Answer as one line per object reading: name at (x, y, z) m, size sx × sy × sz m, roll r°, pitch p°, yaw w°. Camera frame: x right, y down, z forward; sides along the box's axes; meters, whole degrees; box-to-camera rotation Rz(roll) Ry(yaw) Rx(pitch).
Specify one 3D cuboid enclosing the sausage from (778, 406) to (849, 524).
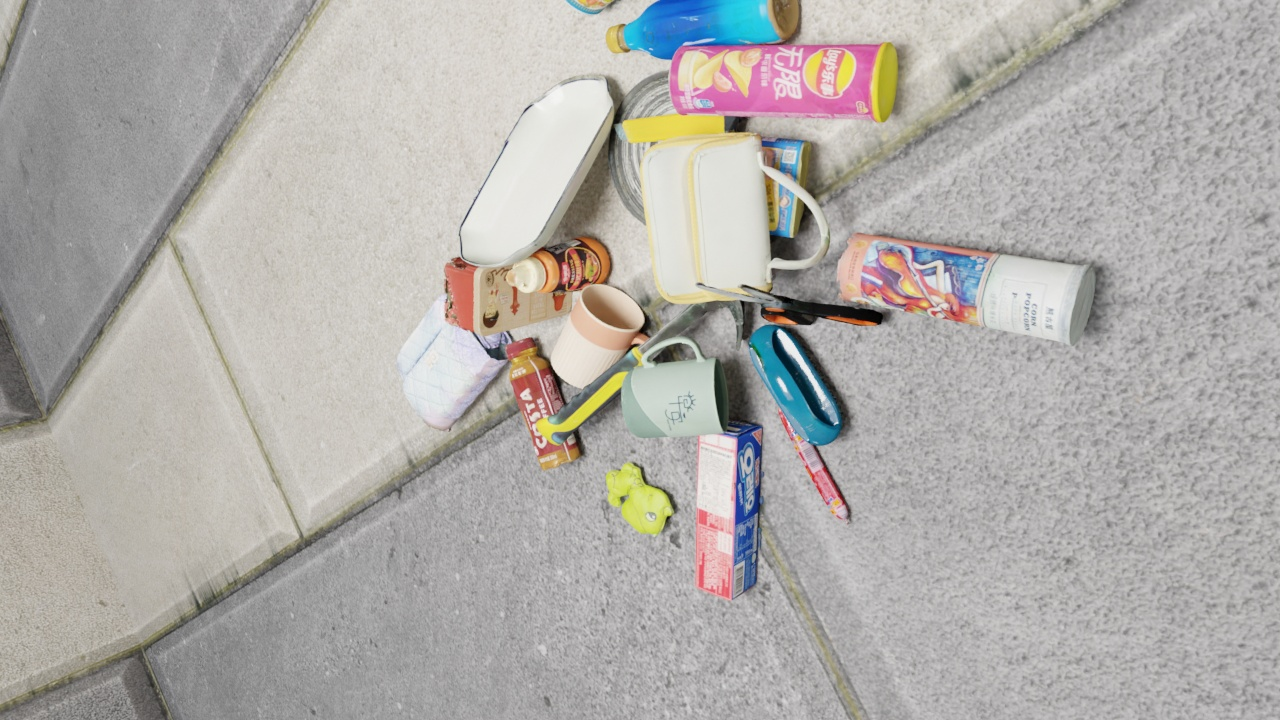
sausage at (0.189, 0.111, 1.008) m, size 0.020 × 0.020 × 0.156 m, roll -33°, pitch 81°, yaw 39°

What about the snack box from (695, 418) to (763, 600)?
snack box at (0.103, 0.171, 1.070) m, size 0.058 × 0.057 × 0.208 m, roll 13°, pitch 110°, yaw 38°

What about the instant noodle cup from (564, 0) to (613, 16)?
instant noodle cup at (-0.040, -0.437, 0.994) m, size 0.110 × 0.099 × 0.099 m, roll -31°, pitch 82°, yaw 47°

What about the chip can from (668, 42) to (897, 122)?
chip can at (0.135, -0.271, 0.889) m, size 0.211 × 0.071 × 0.071 m, roll 10°, pitch 109°, yaw 27°

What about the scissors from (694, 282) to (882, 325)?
scissors at (0.149, -0.056, 0.879) m, size 0.198 × 0.227 × 0.021 m, roll 5°, pitch 87°, yaw 8°

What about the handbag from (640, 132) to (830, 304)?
handbag at (0.094, -0.141, 0.904) m, size 0.179 × 0.063 × 0.163 m, roll -2°, pitch 109°, yaw 15°

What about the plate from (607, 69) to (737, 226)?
plate at (0.038, -0.232, 1.031) m, size 0.180 × 0.024 × 0.179 m, roll 11°, pitch 109°, yaw 34°

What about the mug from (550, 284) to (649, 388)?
mug at (-0.042, -0.020, 1.125) m, size 0.114 × 0.081 × 0.106 m, roll 28°, pitch 125°, yaw -4°

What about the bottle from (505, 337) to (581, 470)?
bottle at (-0.134, 0.056, 1.226) m, size 0.058 × 0.057 × 0.175 m, roll -20°, pitch 89°, yaw 40°

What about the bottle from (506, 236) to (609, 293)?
bottle at (-0.102, -0.108, 1.094) m, size 0.067 × 0.149 × 0.067 m, roll 12°, pitch 109°, yaw 36°

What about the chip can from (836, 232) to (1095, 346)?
chip can at (0.292, -0.070, 0.842) m, size 0.215 × 0.071 × 0.071 m, roll 16°, pitch 112°, yaw 36°

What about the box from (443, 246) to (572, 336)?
box at (-0.167, -0.090, 1.139) m, size 0.077 × 0.167 × 0.091 m, roll 17°, pitch 112°, yaw 34°

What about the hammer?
hammer at (-0.006, 0.006, 1.070) m, size 0.126 × 0.031 × 0.324 m, roll 39°, pitch 123°, yaw -16°

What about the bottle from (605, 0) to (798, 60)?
bottle at (0.055, -0.350, 0.955) m, size 0.219 × 0.065 × 0.065 m, roll 5°, pitch 105°, yaw 37°

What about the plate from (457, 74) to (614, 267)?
plate at (-0.116, -0.215, 1.067) m, size 0.162 × 0.034 × 0.265 m, roll 14°, pitch 73°, yaw 44°

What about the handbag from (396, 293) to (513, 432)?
handbag at (-0.270, 0.000, 1.309) m, size 0.134 × 0.075 × 0.194 m, roll 54°, pitch 129°, yaw 13°

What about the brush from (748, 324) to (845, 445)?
brush at (0.162, 0.026, 0.970) m, size 0.055 × 0.073 × 0.144 m, roll -34°, pitch 79°, yaw 23°

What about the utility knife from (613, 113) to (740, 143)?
utility knife at (0.037, -0.257, 0.999) m, size 0.168 × 0.015 × 0.033 m, roll 5°, pitch 98°, yaw 37°

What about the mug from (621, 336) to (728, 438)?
mug at (0.036, 0.030, 1.012) m, size 0.106 × 0.082 × 0.112 m, roll -5°, pitch 105°, yaw 16°

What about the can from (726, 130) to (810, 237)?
can at (0.125, -0.180, 0.942) m, size 0.083 × 0.057 × 0.102 m, roll 11°, pitch 110°, yaw 17°

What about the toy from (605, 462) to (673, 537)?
toy at (-0.003, 0.180, 1.174) m, size 0.097 × 0.031 × 0.100 m, roll -30°, pitch 79°, yaw 40°
